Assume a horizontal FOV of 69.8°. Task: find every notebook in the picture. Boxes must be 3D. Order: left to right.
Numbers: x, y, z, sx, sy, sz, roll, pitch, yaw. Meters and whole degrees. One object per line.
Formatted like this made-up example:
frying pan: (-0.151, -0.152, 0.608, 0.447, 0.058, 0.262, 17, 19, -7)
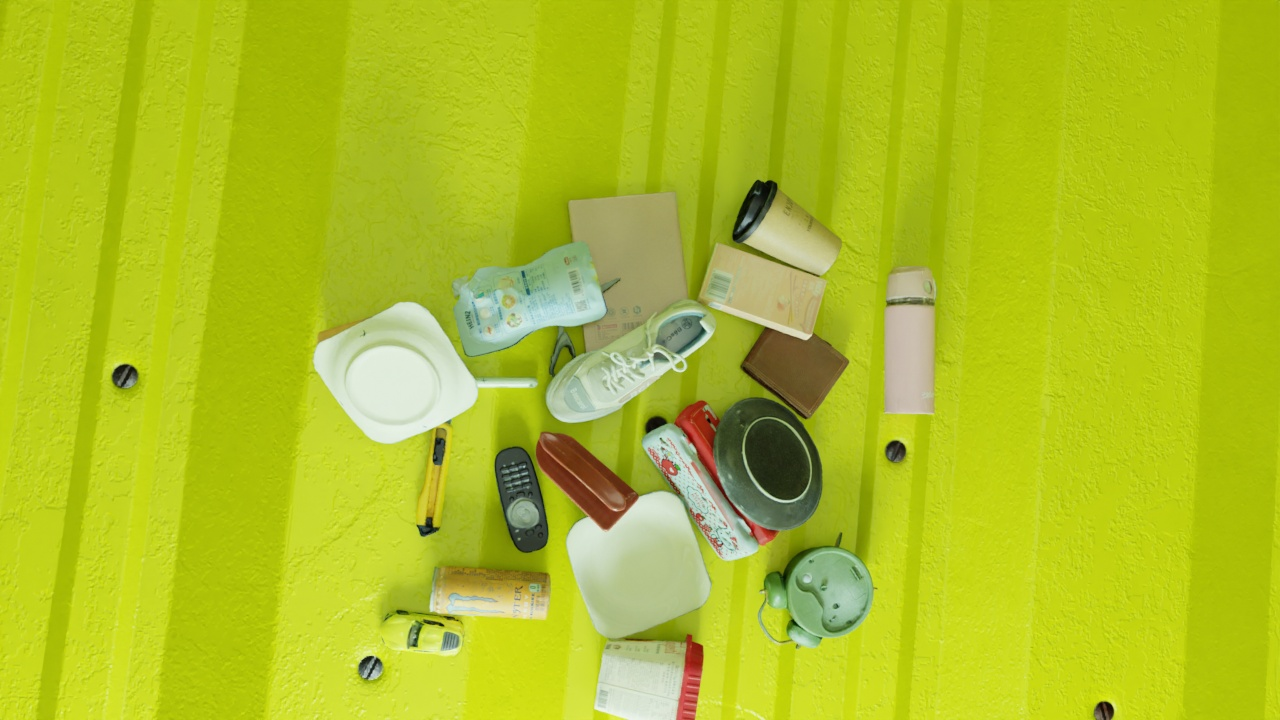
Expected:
notebook: (-0.012, -0.116, 1.218, 0.147, 0.008, 0.207, -7, 88, -9)

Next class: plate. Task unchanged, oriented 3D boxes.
plate: (-0.295, 0.024, 1.106, 0.164, 0.034, 0.164, -26, 115, 8)
plate: (-0.004, 0.261, 1.185, 0.163, 0.034, 0.164, -19, 90, -9)
plate: (0.171, 0.129, 1.179, 0.179, 0.024, 0.179, 13, 63, -28)

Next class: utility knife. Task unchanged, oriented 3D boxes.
utility knife: (-0.257, 0.114, 1.159, 0.033, 0.015, 0.223, 7, 91, -10)

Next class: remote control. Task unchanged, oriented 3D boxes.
remote control: (-0.152, 0.177, 1.175, 0.053, 0.024, 0.136, -13, 90, -10)

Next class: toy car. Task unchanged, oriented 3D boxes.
toy car: (-0.273, 0.342, 1.146, 0.105, 0.032, 0.048, 9, 86, -6)

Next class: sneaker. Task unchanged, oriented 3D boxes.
sneaker: (-0.007, 0.007, 1.161, 0.242, 0.091, 0.089, -33, 106, -6)

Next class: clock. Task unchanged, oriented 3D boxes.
clock: (0.227, 0.309, 1.204, 0.161, 0.056, 0.116, -33, 91, -8)

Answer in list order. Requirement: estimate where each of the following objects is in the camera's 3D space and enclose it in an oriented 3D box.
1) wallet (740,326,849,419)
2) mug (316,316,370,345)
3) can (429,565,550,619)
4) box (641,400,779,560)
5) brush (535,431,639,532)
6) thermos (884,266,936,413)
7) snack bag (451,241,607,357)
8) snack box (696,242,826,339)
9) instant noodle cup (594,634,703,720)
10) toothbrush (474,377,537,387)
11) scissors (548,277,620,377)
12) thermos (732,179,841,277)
wallet: (0.207, 0.004, 1.232, 0.124, 0.032, 0.101, 37, 80, -5)
mug: (-0.332, -0.021, 1.139, 0.122, 0.078, 0.078, -12, 88, -3)
can: (-0.186, 0.290, 1.147, 0.146, 0.058, 0.058, 5, 86, -7)
box: (0.088, 0.162, 1.195, 0.101, 0.095, 0.201, -34, 91, 30)
brush: (-0.074, 0.143, 1.149, 0.146, 0.069, 0.063, 41, 71, 14)
thermos: (0.370, -0.026, 1.242, 0.087, 0.067, 0.198, 6, 84, -39)
snack bag: (-0.145, -0.079, 1.171, 0.191, 0.039, 0.110, -17, 89, -3)
snack box: (0.161, -0.092, 1.216, 0.157, 0.026, 0.084, 20, 74, -1)
instant noodle cup: (0.011, 0.400, 1.147, 0.124, 0.116, 0.116, 9, 85, 4)
toothbrush: (-0.227, 0.030, 1.176, 0.189, 0.029, 0.020, -1, 46, -9)
scissors: (-0.102, -0.058, 1.195, 0.181, 0.014, 0.159, -18, 88, -4)
thermos: (0.191, -0.172, 1.212, 0.143, 0.093, 0.093, 29, 83, -12)
